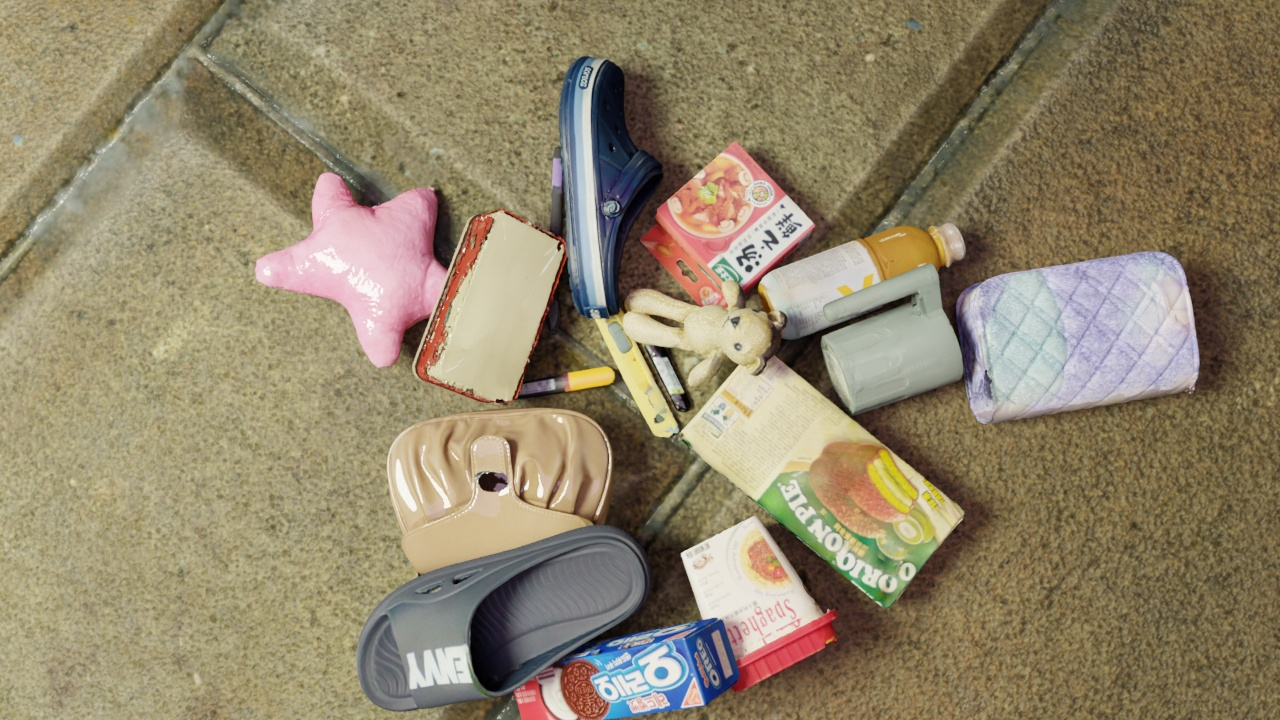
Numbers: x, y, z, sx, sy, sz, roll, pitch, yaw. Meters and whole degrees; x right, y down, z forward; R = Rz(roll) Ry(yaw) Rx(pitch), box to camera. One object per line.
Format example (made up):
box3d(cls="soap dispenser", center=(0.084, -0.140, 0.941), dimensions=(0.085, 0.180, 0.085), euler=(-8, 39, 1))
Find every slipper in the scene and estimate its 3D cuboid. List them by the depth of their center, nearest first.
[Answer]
box3d(cls="slipper", center=(-0.119, 0.217, 0.756), dimensions=(0.268, 0.083, 0.110), euler=(-23, 95, 3))
box3d(cls="slipper", center=(-0.026, -0.165, 0.853), dimensions=(0.095, 0.105, 0.252), euler=(0, 83, 1))

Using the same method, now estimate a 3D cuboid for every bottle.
box3d(cls="bottle", center=(0.206, -0.079, 0.854), dimensions=(0.189, 0.068, 0.068), euler=(-20, 83, 0))

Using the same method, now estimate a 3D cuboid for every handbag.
box3d(cls="handbag", center=(-0.124, 0.116, 0.827), dimensions=(0.204, 0.100, 0.147), euler=(-5, 80, 1))
box3d(cls="handbag", center=(0.395, -0.021, 0.839), dimensions=(0.194, 0.075, 0.134), euler=(-9, 88, 2))

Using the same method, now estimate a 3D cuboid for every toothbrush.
box3d(cls="toothbrush", center=(-0.083, -0.119, 0.896), dimensions=(0.014, 0.017, 0.189), euler=(0, 82, 2))

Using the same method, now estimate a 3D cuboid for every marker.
box3d(cls="marker", center=(-0.085, 0.024, 0.881), dimensions=(0.124, 0.015, 0.018), euler=(-10, 82, 3))
box3d(cls="marker", center=(0.016, -0.006, 0.881), dimensions=(0.018, 0.015, 0.124), euler=(-26, 86, -8))

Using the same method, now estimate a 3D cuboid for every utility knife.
box3d(cls="utility knife", center=(-0.005, 0.005, 0.881), dimensions=(0.031, 0.018, 0.151), euler=(-28, 88, 4))

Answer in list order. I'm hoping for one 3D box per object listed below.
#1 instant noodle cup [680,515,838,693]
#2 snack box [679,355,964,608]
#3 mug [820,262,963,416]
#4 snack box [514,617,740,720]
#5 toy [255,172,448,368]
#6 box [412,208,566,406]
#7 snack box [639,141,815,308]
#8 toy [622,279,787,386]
box3d(cls="instant noodle cup", center=(0.098, 0.212, 0.809), dimensions=(0.116, 0.117, 0.124), euler=(-28, 72, -1))
box3d(cls="snack box", center=(0.161, 0.103, 0.838), dimensions=(0.240, 0.063, 0.114), euler=(39, 87, 5))
box3d(cls="mug", center=(0.222, -0.019, 0.827), dimensions=(0.103, 0.083, 0.124), euler=(-20, 125, 2))
box3d(cls="snack box", center=(-0.019, 0.266, 0.776), dimensions=(0.208, 0.057, 0.058), euler=(-23, 81, 35))
box3d(cls="toy", center=(-0.239, -0.094, 0.870), dimensions=(0.194, 0.075, 0.178), euler=(35, 71, -6))
box3d(cls="box", center=(-0.135, -0.048, 0.836), dimensions=(0.091, 0.079, 0.168), euler=(24, 79, -29))
box3d(cls="snack box", center=(0.081, -0.122, 0.875), dimensions=(0.127, 0.044, 0.113), euler=(-42, 84, -3))
box3d(cls="toy", center=(0.053, -0.031, 0.826), dimensions=(0.157, 0.066, 0.105), euler=(14, 74, 34))
